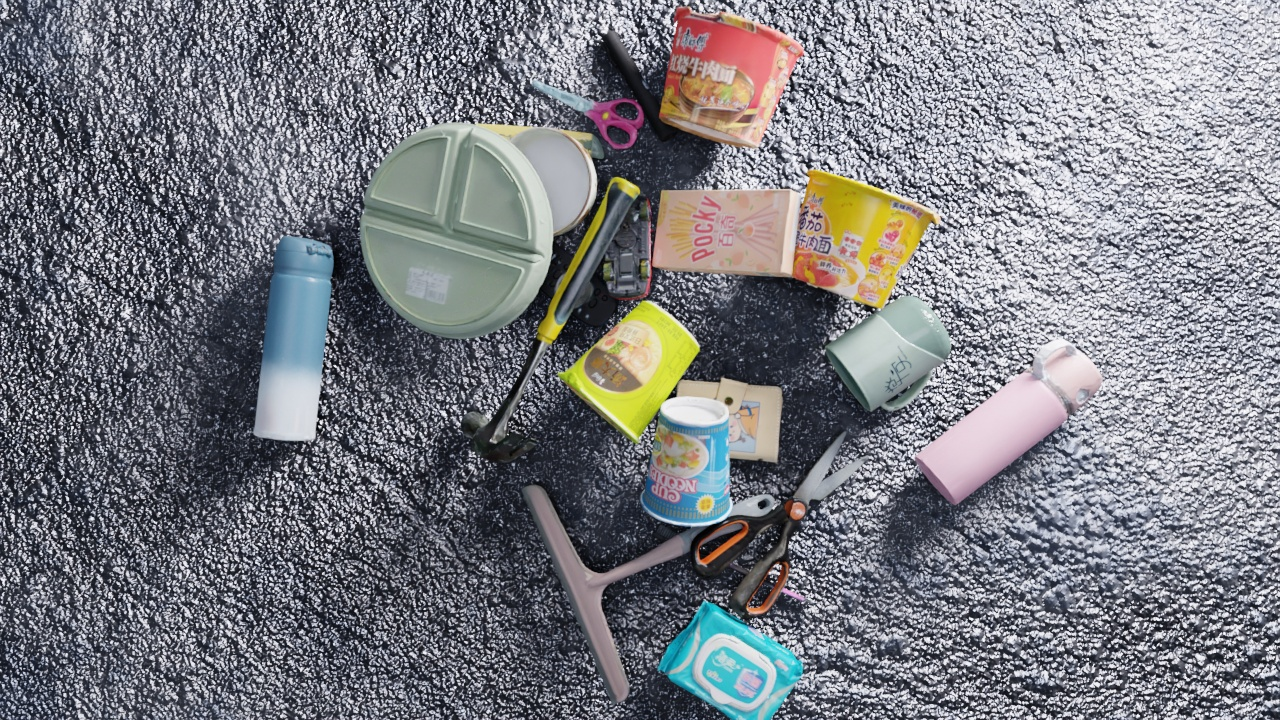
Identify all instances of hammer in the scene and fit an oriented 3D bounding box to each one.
[{"bbox_3d":[-0.087,-0.040,0.950,0.032,0.126,0.323,26,95,-33],"label":"hammer"}]

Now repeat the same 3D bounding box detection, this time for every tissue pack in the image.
[{"bbox_3d":[0.095,0.327,0.984,0.133,0.050,0.093,31,93,2],"label":"tissue pack"}]

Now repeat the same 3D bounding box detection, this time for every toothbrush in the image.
[{"bbox_3d":[0.102,0.223,1.002,0.189,0.014,0.018,24,91,2],"label":"toothbrush"}]

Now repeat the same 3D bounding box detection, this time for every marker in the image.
[{"bbox_3d":[-0.003,-0.298,0.998,0.022,0.020,0.132,-31,89,17],"label":"marker"}]

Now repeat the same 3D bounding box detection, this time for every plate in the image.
[{"bbox_3d":[-0.202,-0.136,0.973,0.230,0.027,0.230,2,97,20],"label":"plate"}]

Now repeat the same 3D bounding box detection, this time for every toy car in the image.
[{"bbox_3d":[-0.014,-0.122,0.987,0.053,0.045,0.120,-1,79,8],"label":"toy car"}]

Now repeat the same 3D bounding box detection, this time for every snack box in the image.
[{"bbox_3d":[0.087,-0.133,0.954,0.157,0.026,0.084,7,91,34],"label":"snack box"}]

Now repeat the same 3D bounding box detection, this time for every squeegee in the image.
[{"bbox_3d":[0.033,0.199,0.976,0.249,0.040,0.247,-24,83,-6],"label":"squeegee"}]

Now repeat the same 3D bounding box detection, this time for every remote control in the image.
[{"bbox_3d":[-0.085,-0.089,1.002,0.136,0.024,0.053,40,91,1],"label":"remote control"}]

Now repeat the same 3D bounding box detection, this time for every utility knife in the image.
[{"bbox_3d":[-0.122,-0.241,1.010,0.166,0.018,0.031,5,85,7],"label":"utility knife"}]

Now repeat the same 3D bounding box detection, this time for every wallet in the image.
[{"bbox_3d":[0.095,0.063,0.997,0.115,0.024,0.087,5,96,4],"label":"wallet"}]

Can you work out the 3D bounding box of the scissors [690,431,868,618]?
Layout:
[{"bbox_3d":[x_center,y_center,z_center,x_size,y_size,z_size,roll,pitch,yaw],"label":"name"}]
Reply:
[{"bbox_3d":[0.145,0.165,0.973,0.189,0.022,0.229,16,92,-17],"label":"scissors"}]

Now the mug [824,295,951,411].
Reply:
[{"bbox_3d":[0.267,0.000,0.964,0.106,0.082,0.112,-34,119,2],"label":"mug"}]

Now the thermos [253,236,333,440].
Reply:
[{"bbox_3d":[-0.376,-0.024,0.998,0.070,0.070,0.220,6,90,2],"label":"thermos"}]

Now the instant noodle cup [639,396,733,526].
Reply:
[{"bbox_3d":[0.051,0.099,0.946,0.099,0.099,0.110,4,110,3],"label":"instant noodle cup"}]

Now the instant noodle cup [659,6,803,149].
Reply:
[{"bbox_3d":[0.087,-0.285,0.944,0.138,0.137,0.109,18,100,2],"label":"instant noodle cup"}]

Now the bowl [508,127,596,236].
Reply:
[{"bbox_3d":[-0.095,-0.186,0.976,0.113,0.062,0.113,2,96,18],"label":"bowl"}]

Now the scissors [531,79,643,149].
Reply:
[{"bbox_3d":[-0.060,-0.278,1.003,0.133,0.017,0.056,27,107,6],"label":"scissors"}]

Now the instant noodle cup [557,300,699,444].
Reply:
[{"bbox_3d":[-0.006,0.006,0.964,0.111,0.112,0.123,40,84,2],"label":"instant noodle cup"}]

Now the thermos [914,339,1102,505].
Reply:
[{"bbox_3d":[0.381,0.060,0.954,0.198,0.067,0.087,-39,125,4],"label":"thermos"}]

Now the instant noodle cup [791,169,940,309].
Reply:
[{"bbox_3d":[0.216,-0.121,0.937,0.138,0.138,0.110,20,99,2],"label":"instant noodle cup"}]
